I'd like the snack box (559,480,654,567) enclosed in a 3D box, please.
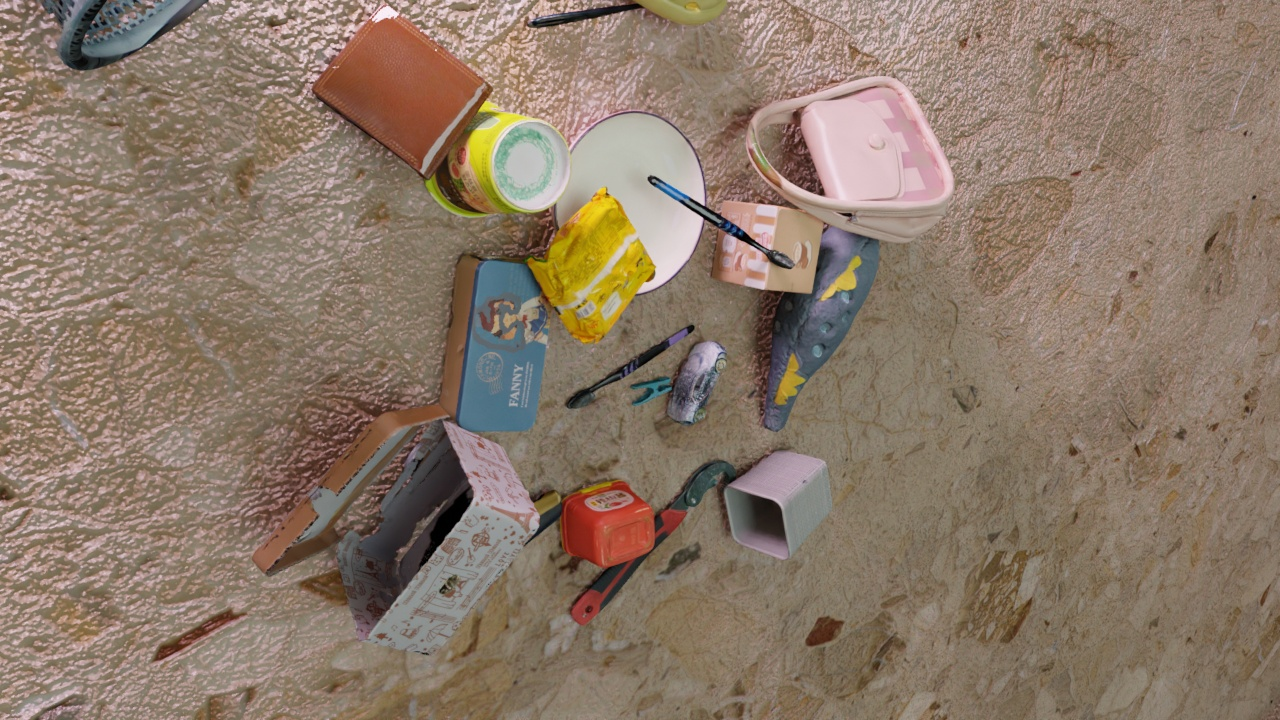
[{"bbox_3d":[-0.034,0.186,1.025,0.091,0.080,0.082,-13,111,-32],"label":"snack box"}]

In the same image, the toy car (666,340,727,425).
[{"bbox_3d":[0.064,0.024,1.070,0.031,0.049,0.105,26,86,-39],"label":"toy car"}]

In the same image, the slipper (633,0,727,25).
[{"bbox_3d":[0.022,-0.395,0.896,0.190,0.082,0.091,8,81,-33],"label":"slipper"}]

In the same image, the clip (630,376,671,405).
[{"bbox_3d":[0.012,0.034,1.058,0.056,0.014,0.040,-17,113,-29],"label":"clip"}]

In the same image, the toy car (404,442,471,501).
[{"bbox_3d":[-0.195,0.114,0.920,0.090,0.034,0.043,36,78,-38],"label":"toy car"}]

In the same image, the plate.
[{"bbox_3d":[-0.016,-0.165,0.967,0.192,0.039,0.192,-10,108,-33],"label":"plate"}]

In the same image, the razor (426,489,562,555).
[{"bbox_3d":[-0.152,0.184,0.964,0.167,0.062,0.067,-28,86,-32],"label":"razor"}]

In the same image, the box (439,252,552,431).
[{"bbox_3d":[-0.143,-0.012,0.906,0.089,0.061,0.184,0,101,-35],"label":"box"}]

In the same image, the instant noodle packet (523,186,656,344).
[{"bbox_3d":[-0.047,-0.090,0.898,0.128,0.044,0.111,-51,121,-34],"label":"instant noodle packet"}]

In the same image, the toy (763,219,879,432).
[{"bbox_3d":[0.229,-0.077,1.120,0.356,0.091,0.137,-62,157,2],"label":"toy"}]

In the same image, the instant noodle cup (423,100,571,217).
[{"bbox_3d":[-0.126,-0.180,0.831,0.111,0.123,0.112,-10,108,-33],"label":"instant noodle cup"}]

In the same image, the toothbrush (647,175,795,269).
[{"bbox_3d":[0.088,-0.145,0.971,0.189,0.016,0.014,29,93,-16],"label":"toothbrush"}]

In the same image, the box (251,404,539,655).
[{"bbox_3d":[-0.222,0.132,0.806,0.177,0.153,0.182,31,102,-42],"label":"box"}]

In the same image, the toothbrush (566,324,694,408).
[{"bbox_3d":[-0.006,0.006,1.036,0.188,0.017,0.014,-32,119,-26],"label":"toothbrush"}]

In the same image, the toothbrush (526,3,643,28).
[{"bbox_3d":[-0.033,-0.346,0.917,0.180,0.016,0.018,-20,84,-29],"label":"toothbrush"}]

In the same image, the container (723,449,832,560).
[{"bbox_3d":[0.179,0.177,1.162,0.114,0.090,0.090,-32,121,-38],"label":"container"}]

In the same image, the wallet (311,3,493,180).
[{"bbox_3d":[-0.203,-0.230,0.787,0.124,0.032,0.101,37,83,-3],"label":"wallet"}]

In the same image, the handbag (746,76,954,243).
[{"bbox_3d":[0.224,-0.231,1.044,0.233,0.094,0.193,-4,62,-22],"label":"handbag"}]

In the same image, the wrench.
[{"bbox_3d":[0.018,0.215,1.111,0.272,0.016,0.056,-41,122,-20],"label":"wrench"}]

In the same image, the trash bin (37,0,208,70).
[{"bbox_3d":[-0.356,-0.337,0.588,0.226,0.227,0.195,-48,112,-15],"label":"trash bin"}]

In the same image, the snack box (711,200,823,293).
[{"bbox_3d":[0.146,-0.131,1.056,0.077,0.094,0.093,2,101,-36],"label":"snack box"}]
